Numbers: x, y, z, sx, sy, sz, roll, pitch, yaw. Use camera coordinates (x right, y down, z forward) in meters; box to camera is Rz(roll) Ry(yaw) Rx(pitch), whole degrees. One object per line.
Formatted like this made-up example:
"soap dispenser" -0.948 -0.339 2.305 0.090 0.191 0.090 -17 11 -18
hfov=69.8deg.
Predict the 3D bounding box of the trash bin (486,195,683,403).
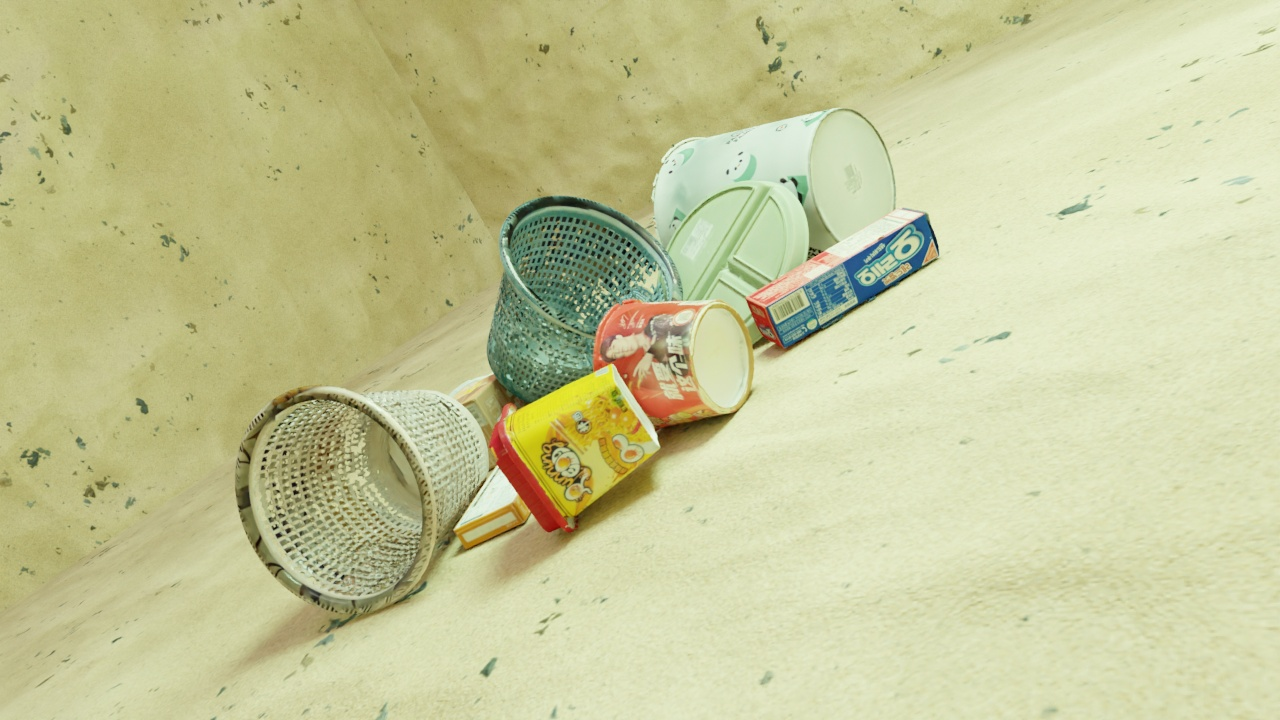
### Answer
"trash bin" -0.089 -0.053 1.119 0.225 0.226 0.196 -43 -10 -45

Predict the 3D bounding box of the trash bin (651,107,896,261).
"trash bin" 0.182 -0.212 1.223 0.252 0.229 0.228 -5 27 48

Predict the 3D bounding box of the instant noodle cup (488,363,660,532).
"instant noodle cup" -0.056 0.073 0.826 0.124 0.116 0.116 -32 13 3

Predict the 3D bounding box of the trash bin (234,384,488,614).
"trash bin" -0.267 0.120 0.958 0.228 0.227 0.191 -24 1 21

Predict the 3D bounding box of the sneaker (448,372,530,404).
"sneaker" -0.170 0.043 1.256 0.242 0.089 0.091 -33 16 -6

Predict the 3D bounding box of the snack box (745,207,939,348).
"snack box" 0.219 -0.091 0.986 0.207 0.057 0.058 -31 21 -7

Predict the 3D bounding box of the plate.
"plate" 0.100 -0.112 1.092 0.231 0.027 0.229 -24 55 39

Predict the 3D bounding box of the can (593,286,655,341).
"can" -0.025 -0.048 1.327 0.111 0.075 0.075 -36 14 -25

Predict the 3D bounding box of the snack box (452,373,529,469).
"snack box" -0.194 0.078 1.167 0.077 0.093 0.094 -23 15 27

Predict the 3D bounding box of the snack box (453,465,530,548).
"snack box" -0.137 0.138 0.968 0.075 0.026 0.153 -26 13 17

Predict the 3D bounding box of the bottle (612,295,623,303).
"bottle" -0.059 -0.038 1.410 0.149 0.067 0.067 -38 14 -5

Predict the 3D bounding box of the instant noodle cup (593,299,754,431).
"instant noodle cup" 0.037 0.001 0.894 0.109 0.138 0.137 -7 24 39
